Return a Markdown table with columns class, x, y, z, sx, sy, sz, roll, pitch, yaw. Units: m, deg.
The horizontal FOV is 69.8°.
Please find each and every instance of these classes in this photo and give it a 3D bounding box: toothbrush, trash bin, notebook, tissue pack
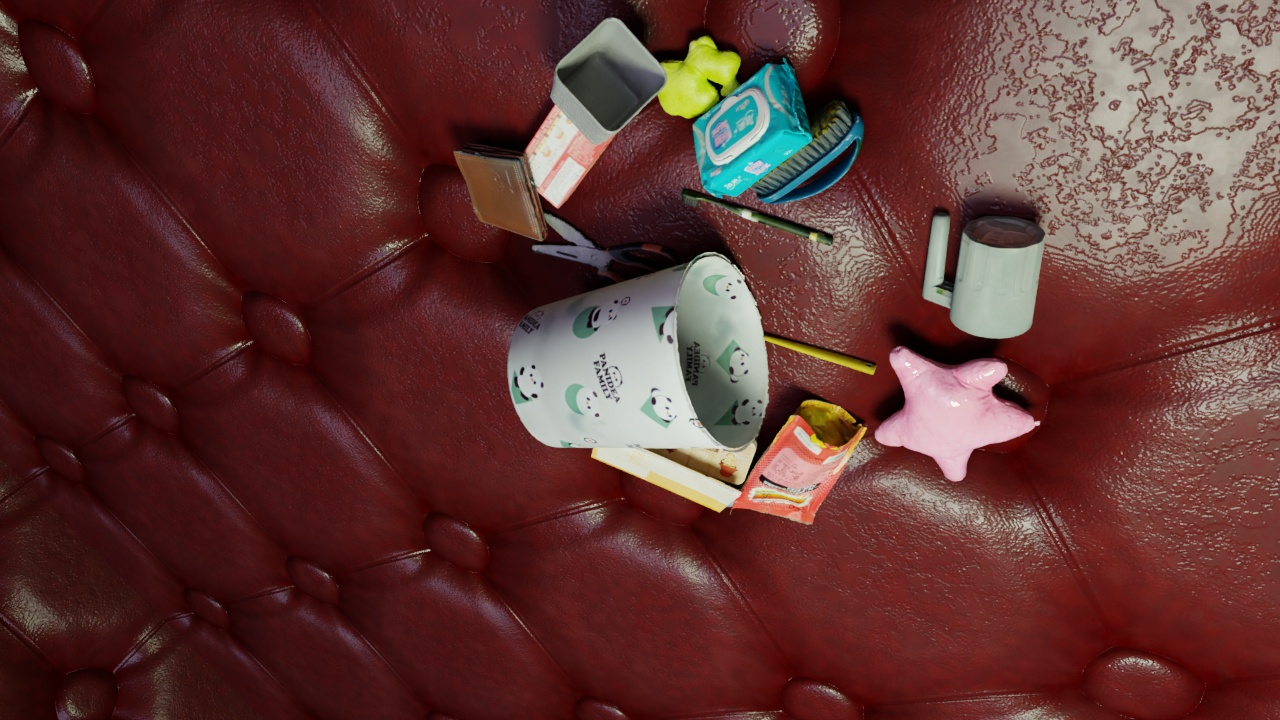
| class | x | y | z | sx | sy | sz | roll | pitch | yaw |
| --- | --- | --- | --- | --- | --- | --- | --- | --- | --- |
| toothbrush | 0.133 | -0.164 | 1.064 | 0.186 | 0.012 | 0.017 | 20 | 137 | 13 |
| toothbrush | 0.197 | -0.013 | 1.142 | 0.190 | 0.015 | 0.017 | 17 | 134 | 16 |
| trash bin | -0.007 | 0.006 | 1.106 | 0.252 | 0.228 | 0.230 | -9 | 119 | 32 |
| notebook | 0.030 | 0.155 | 1.271 | 0.206 | 0.010 | 0.146 | 24 | 161 | 1 |
| tissue pack | 0.116 | -0.241 | 0.958 | 0.050 | 0.093 | 0.134 | 14 | 146 | -40 |

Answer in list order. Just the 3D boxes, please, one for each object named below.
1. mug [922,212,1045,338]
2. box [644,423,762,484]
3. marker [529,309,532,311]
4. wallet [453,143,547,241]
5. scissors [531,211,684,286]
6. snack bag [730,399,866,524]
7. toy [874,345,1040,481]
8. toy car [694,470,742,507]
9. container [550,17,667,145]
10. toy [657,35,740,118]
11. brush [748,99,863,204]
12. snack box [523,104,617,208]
| class | x | y | z | sx | sy | sz | roll | pitch | yaw |
| --- | --- | --- | --- | --- | --- | --- | --- | --- | --- |
| mug | 0.356 | -0.095 | 0.963 | 0.124 | 0.083 | 0.103 | 29 | 137 | 40 |
| box | 0.076 | 0.094 | 1.254 | 0.168 | 0.078 | 0.091 | 19 | 130 | 6 |
| marker | -0.142 | -0.010 | 1.321 | 0.017 | 0.017 | 0.145 | 10 | 127 | 21 |
| wallet | -0.172 | -0.211 | 1.152 | 0.101 | 0.032 | 0.125 | 17 | 142 | 27 |
| scissors | -0.037 | -0.122 | 1.182 | 0.189 | 0.015 | 0.226 | -21 | 113 | 37 |
| snack bag | 0.208 | 0.147 | 1.217 | 0.128 | 0.073 | 0.208 | 8 | 135 | -14 |
| toy | 0.370 | 0.068 | 1.075 | 0.179 | 0.074 | 0.195 | 11 | 131 | 17 |
| toy car | 0.090 | 0.170 | 1.323 | 0.120 | 0.036 | 0.054 | 37 | 132 | -6 |
| container | -0.039 | -0.291 | 0.980 | 0.090 | 0.090 | 0.114 | 47 | 174 | -10 |
| toy | 0.059 | -0.300 | 0.988 | 0.096 | 0.031 | 0.100 | 31 | 132 | 1 |
| brush | 0.180 | -0.213 | 0.976 | 0.073 | 0.055 | 0.144 | 32 | 136 | -25 |
| snack box | -0.087 | -0.258 | 1.099 | 0.075 | 0.025 | 0.153 | 41 | 132 | -5 |
